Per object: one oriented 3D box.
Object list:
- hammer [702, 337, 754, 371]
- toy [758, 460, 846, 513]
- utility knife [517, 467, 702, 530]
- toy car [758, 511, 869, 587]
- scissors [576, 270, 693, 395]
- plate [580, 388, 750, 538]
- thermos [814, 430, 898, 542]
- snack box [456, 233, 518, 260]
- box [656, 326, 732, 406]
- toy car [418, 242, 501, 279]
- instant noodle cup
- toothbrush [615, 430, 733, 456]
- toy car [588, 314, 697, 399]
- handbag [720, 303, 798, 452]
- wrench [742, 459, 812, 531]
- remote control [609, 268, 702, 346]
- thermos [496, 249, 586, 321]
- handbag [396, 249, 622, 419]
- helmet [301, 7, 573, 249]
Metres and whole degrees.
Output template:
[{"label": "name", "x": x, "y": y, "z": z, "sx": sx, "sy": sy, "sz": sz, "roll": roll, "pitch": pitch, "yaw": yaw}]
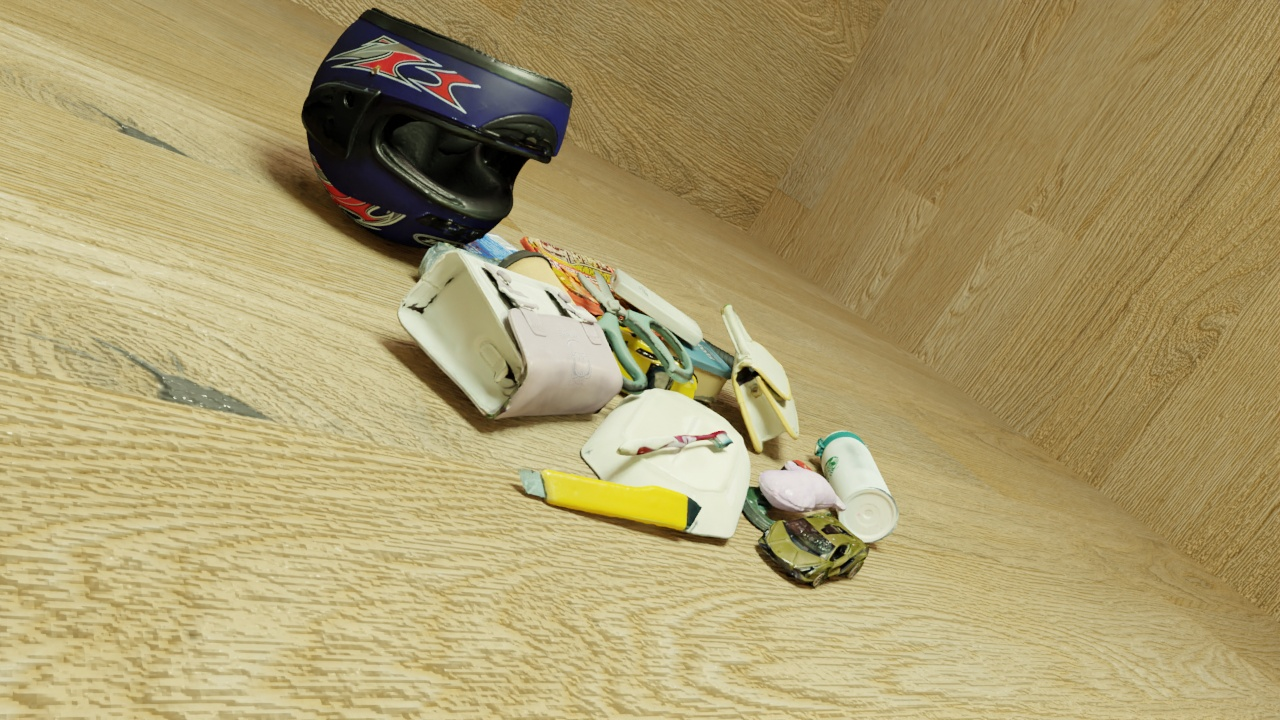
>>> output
[{"label": "hammer", "x": 0.055, "y": -0.041, "z": 1.394, "sx": 0.300, "sy": 0.033, "sz": 0.128, "roll": 30, "pitch": 16, "yaw": -4}, {"label": "toy", "x": 0.164, "y": 0.134, "z": 0.967, "sx": 0.084, "sy": 0.039, "sz": 0.107, "roll": 39, "pitch": 22, "yaw": 32}, {"label": "utility knife", "x": -0.023, "y": 0.110, "z": 0.742, "sx": 0.173, "sy": 0.015, "sz": 0.033, "roll": 17, "pitch": 64, "yaw": -29}, {"label": "toy car", "x": 0.171, "y": 0.181, "z": 0.892, "sx": 0.070, "sy": 0.042, "sz": 0.158, "roll": 39, "pitch": 19, "yaw": 29}, {"label": "scissors", "x": -0.022, "y": -0.028, "z": 0.976, "sx": 0.177, "sy": 0.019, "sz": 0.169, "roll": 45, "pitch": 35, "yaw": 1}, {"label": "plate", "x": 0.039, "y": 0.088, "z": 0.904, "sx": 0.162, "sy": 0.034, "sz": 0.265, "roll": 30, "pitch": 18, "yaw": 5}, {"label": "thermos", "x": 0.260, "y": 0.145, "z": 1.132, "sx": 0.073, "sy": 0.073, "sz": 0.224, "roll": 30, "pitch": 14, "yaw": -4}, {"label": "snack box", "x": -0.209, "y": -0.143, "z": 1.210, "sx": 0.084, "sy": 0.026, "sz": 0.157, "roll": 37, "pitch": 16, "yaw": 21}, {"label": "box", "x": 0.047, "y": -0.008, "z": 1.215, "sx": 0.089, "sy": 0.062, "sz": 0.184, "roll": 19, "pitch": 18, "yaw": -37}, {"label": "toy car", "x": -0.192, "y": -0.094, "z": 1.033, "sx": 0.120, "sy": 0.054, "sz": 0.037, "roll": 16, "pitch": 20, "yaw": -45}, {"label": "instant noodle cup", "x": -0.069, "y": -0.072, "z": 1.154, "sx": 0.164, "sy": 0.079, "sz": 0.189, "roll": 20, "pitch": 19, "yaw": -39}, {"label": "toothbrush", "x": 0.036, "y": 0.078, "z": 0.843, "sx": 0.017, "sy": 0.016, "sz": 0.187, "roll": 48, "pitch": 24, "yaw": 25}, {"label": "toy car", "x": -0.006, "y": 0.006, "z": 1.042, "sx": 0.156, "sy": 0.071, "sz": 0.041, "roll": 33, "pitch": 14, "yaw": 2}, {"label": "handbag", "x": 0.148, "y": 0.012, "z": 1.170, "sx": 0.163, "sy": 0.063, "sz": 0.179, "roll": -60, "pitch": 128, "yaw": -76}, {"label": "wrench", "x": 0.159, "y": 0.144, "z": 1.030, "sx": 0.056, "sy": 0.016, "sz": 0.273, "roll": 39, "pitch": 16, "yaw": 12}, {"label": "remote control", "x": 0.020, "y": -0.065, "z": 1.152, "sx": 0.135, "sy": 0.019, "sz": 0.056, "roll": 33, "pitch": 16, "yaw": -20}, {"label": "thermos", "x": -0.108, "y": -0.051, "z": 1.006, "sx": 0.143, "sy": 0.093, "sz": 0.093, "roll": 47, "pitch": 20, "yaw": 26}, {"label": "handbag", "x": -0.107, "y": -0.016, "z": 0.849, "sx": 0.145, "sy": 0.098, "sz": 0.196, "roll": 52, "pitch": 15, "yaw": 18}, {"label": "helmet", "x": -0.238, "y": -0.245, "z": 1.048, "sx": 0.316, "sy": 0.241, "sz": 0.246, "roll": 30, "pitch": 16, "yaw": 34}]
